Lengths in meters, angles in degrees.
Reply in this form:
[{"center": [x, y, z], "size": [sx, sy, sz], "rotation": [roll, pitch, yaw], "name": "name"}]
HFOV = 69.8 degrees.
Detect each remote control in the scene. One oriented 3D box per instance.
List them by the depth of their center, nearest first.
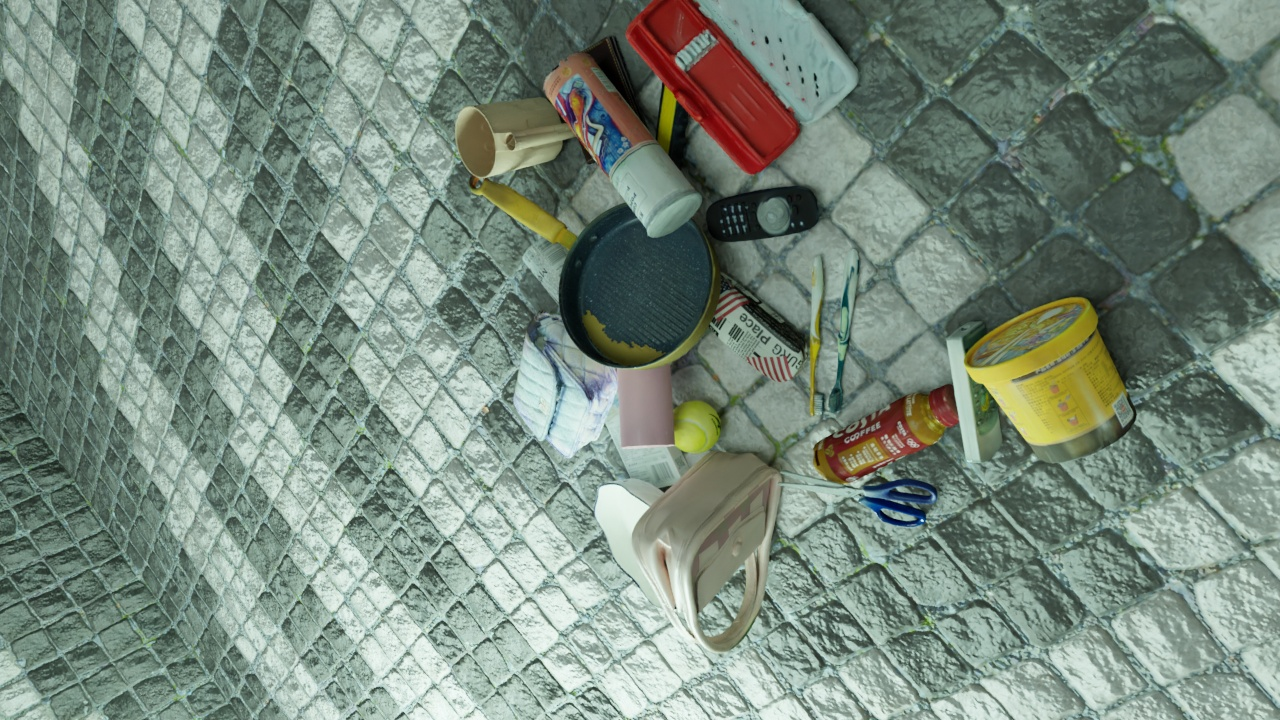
[{"center": [0.331, 0.032, 0.906], "size": [0.019, 0.056, 0.135], "rotation": [-1, 108, 44], "name": "remote control"}, {"center": [0.133, -0.159, 0.995], "size": [0.137, 0.024, 0.053], "rotation": [-3, 106, 37], "name": "remote control"}]

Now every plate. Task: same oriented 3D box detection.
[{"center": [0.017, 0.241, 1.210], "size": [0.205, 0.045, 0.205], "rotation": [39, 147, 32], "name": "plate"}]

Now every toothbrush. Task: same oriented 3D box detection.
[{"center": [0.218, -0.028, 0.991], "size": [0.016, 0.018, 0.192], "rotation": [17, 119, 32], "name": "toothbrush"}, {"center": [0.196, -0.024, 1.012], "size": [0.018, 0.016, 0.191], "rotation": [7, 114, 23], "name": "toothbrush"}]

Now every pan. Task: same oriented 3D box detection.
[{"center": [-0.066, -0.129, 1.076], "size": [0.357, 0.078, 0.198], "rotation": [36, 97, 28], "name": "pan"}]

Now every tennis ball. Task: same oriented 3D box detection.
[{"center": [0.066, 0.082, 1.125], "size": [0.065, 0.065, 0.065], "rotation": [16, 118, 32], "name": "tennis ball"}]

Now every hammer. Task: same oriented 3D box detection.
[{"center": [0.041, -0.330, 0.986], "size": [0.126, 0.031, 0.324], "rotation": [23, 122, 28], "name": "hammer"}]

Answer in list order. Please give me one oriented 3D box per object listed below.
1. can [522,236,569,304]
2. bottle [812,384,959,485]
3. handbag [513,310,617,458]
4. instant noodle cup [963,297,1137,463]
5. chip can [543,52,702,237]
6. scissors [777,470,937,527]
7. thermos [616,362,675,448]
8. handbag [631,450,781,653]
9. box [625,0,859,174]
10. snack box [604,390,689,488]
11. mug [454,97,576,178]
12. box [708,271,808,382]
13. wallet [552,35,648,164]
[{"center": [-0.085, -0.092, 1.169], "size": [0.146, 0.058, 0.058], "rotation": [51, 131, 8], "name": "can"}, {"center": [0.264, 0.079, 0.977], "size": [0.175, 0.057, 0.057], "rotation": [-37, 86, 41], "name": "bottle"}, {"center": [-0.105, 0.037, 1.192], "size": [0.134, 0.075, 0.194], "rotation": [48, 149, 17], "name": "handbag"}, {"center": [0.376, 0.021, 0.832], "size": [0.119, 0.118, 0.114], "rotation": [-29, 98, 41], "name": "instant noodle cup"}, {"center": [-0.022, -0.239, 1.009], "size": [0.214, 0.071, 0.071], "rotation": [55, 132, 15], "name": "chip can"}, {"center": [0.237, 0.152, 1.011], "size": [0.173, 0.012, 0.133], "rotation": [-10, 131, 25], "name": "scissors"}, {"center": [-0.007, 0.006, 1.100], "size": [0.087, 0.067, 0.198], "rotation": [-4, 84, -2], "name": "thermos"}, {"center": [0.095, 0.245, 1.105], "size": [0.093, 0.192, 0.234], "rotation": [12, 125, 40], "name": "handbag"}, {"center": [0.100, -0.305, 0.918], "size": [0.161, 0.058, 0.201], "rotation": [-40, 97, 24], "name": "box"}, {"center": [0.000, 0.094, 1.206], "size": [0.085, 0.026, 0.157], "rotation": [-20, 97, 42], "name": "snack box"}, {"center": [-0.144, -0.268, 1.092], "size": [0.125, 0.103, 0.084], "rotation": [12, 117, 46], "name": "mug"}, {"center": [0.122, -0.041, 1.049], "size": [0.164, 0.052, 0.069], "rotation": [43, 116, 14], "name": "box"}, {"center": [-0.047, -0.303, 1.074], "size": [0.097, 0.020, 0.122], "rotation": [-16, 99, 37], "name": "wallet"}]
